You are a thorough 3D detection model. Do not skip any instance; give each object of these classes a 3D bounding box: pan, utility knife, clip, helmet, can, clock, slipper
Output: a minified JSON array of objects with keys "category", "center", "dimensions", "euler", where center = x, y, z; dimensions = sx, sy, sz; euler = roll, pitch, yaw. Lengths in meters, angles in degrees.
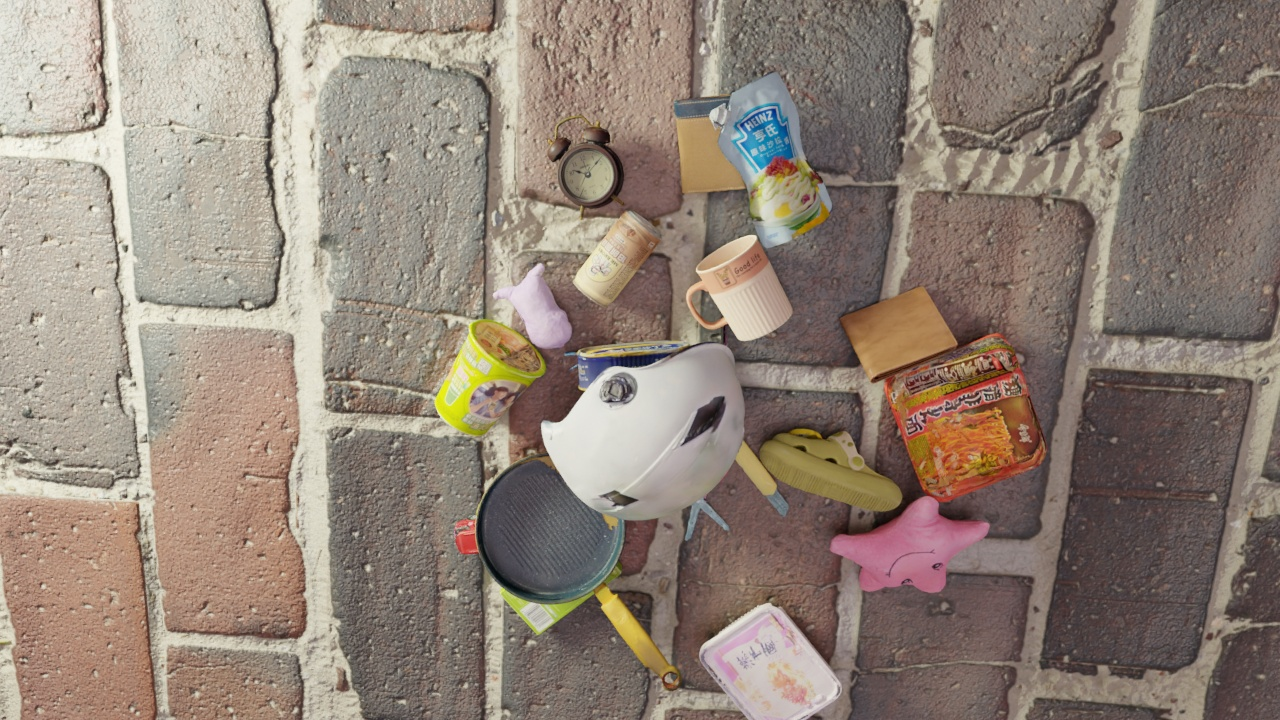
[{"category":"pan","center":[-0.067,0.282,1.202],"dimensions":[0.197,0.078,0.357],"euler":[-39,91,-7]},{"category":"utility knife","center":[0.142,0.136,1.227],"dimensions":[0.031,0.020,0.188],"euler":[-34,94,29]},{"category":"clip","center":[-0.069,-0.005,1.203],"dimensions":[0.058,0.027,0.045],"euler":[-18,95,3]},{"category":"helmet","center":[0.023,0.104,1.105],"dimensions":[0.259,0.229,0.145],"euler":[-31,63,15]},{"category":"can","center":[-0.007,0.007,1.167],"dimensions":[0.148,0.074,0.049],"euler":[-5,101,-14]},{"category":"can","center":[-0.029,-0.128,1.152],"dimensions":[0.058,0.058,0.116],"euler":[37,102,-6]},{"category":"clock","center":[-0.067,-0.240,1.129],"dimensions":[0.082,0.055,0.122],"euler":[-18,100,7]},{"category":"slipper","center":[0.252,0.135,1.199],"dimensions":[0.190,0.092,0.081],"euler":[20,64,7]}]

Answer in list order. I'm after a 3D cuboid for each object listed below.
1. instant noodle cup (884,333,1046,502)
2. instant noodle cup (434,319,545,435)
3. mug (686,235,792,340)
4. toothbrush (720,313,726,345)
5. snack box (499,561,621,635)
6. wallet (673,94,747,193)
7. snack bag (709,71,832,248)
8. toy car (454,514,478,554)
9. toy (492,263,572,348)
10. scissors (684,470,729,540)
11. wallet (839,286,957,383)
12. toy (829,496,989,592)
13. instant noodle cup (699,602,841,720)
[{"category":"instant noodle cup","center":[0.410,0.071,1.168],"dimensions":[0.164,0.079,0.189],"euler":[-21,100,8]},{"category":"instant noodle cup","center":[-0.202,0.028,1.179],"dimensions":[0.111,0.111,0.124],"euler":[36,110,-6]},{"category":"mug","center":[0.117,-0.082,1.141],"dimensions":[0.115,0.081,0.106],"euler":[-28,107,10]},{"category":"toothbrush","center":[0.107,-0.024,1.195],"dimensions":[0.018,0.014,0.189],"euler":[2,103,23]},{"category":"snack box","center":[-0.111,0.304,1.277],"dimensions":[0.156,0.026,0.086],"euler":[-39,99,11]},{"category":"wallet","center":[0.090,-0.266,1.128],"dimensions":[0.090,0.033,0.115],"euler":[-4,104,6]},{"category":"snack bag","center":[0.159,-0.241,1.110],"dimensions":[0.110,0.039,0.191],"euler":[-28,107,-6]},{"category":"toy car","center":[-0.196,0.237,1.257],"dimensions":[0.120,0.045,0.053],"euler":[-11,104,3]},{"category":"toy","center":[-0.133,-0.061,1.184],"dimensions":[0.084,0.038,0.108],"euler":[-25,106,23]},{"category":"scissors","center":[0.072,0.185,1.246],"dimensions":[0.131,0.017,0.133],"euler":[14,107,-3]},{"category":"wallet","center":[0.321,-0.034,1.147],"dimensions":[0.115,0.101,0.020],"euler":[-21,146,6]},{"category":"toy","center":[0.366,0.252,1.212],"dimensions":[0.195,0.074,0.178],"euler":[-30,123,21]},{"category":"instant noodle cup","center":[0.178,0.420,1.274],"dimensions":[0.138,0.060,0.173],"euler":[-37,98,10]}]
